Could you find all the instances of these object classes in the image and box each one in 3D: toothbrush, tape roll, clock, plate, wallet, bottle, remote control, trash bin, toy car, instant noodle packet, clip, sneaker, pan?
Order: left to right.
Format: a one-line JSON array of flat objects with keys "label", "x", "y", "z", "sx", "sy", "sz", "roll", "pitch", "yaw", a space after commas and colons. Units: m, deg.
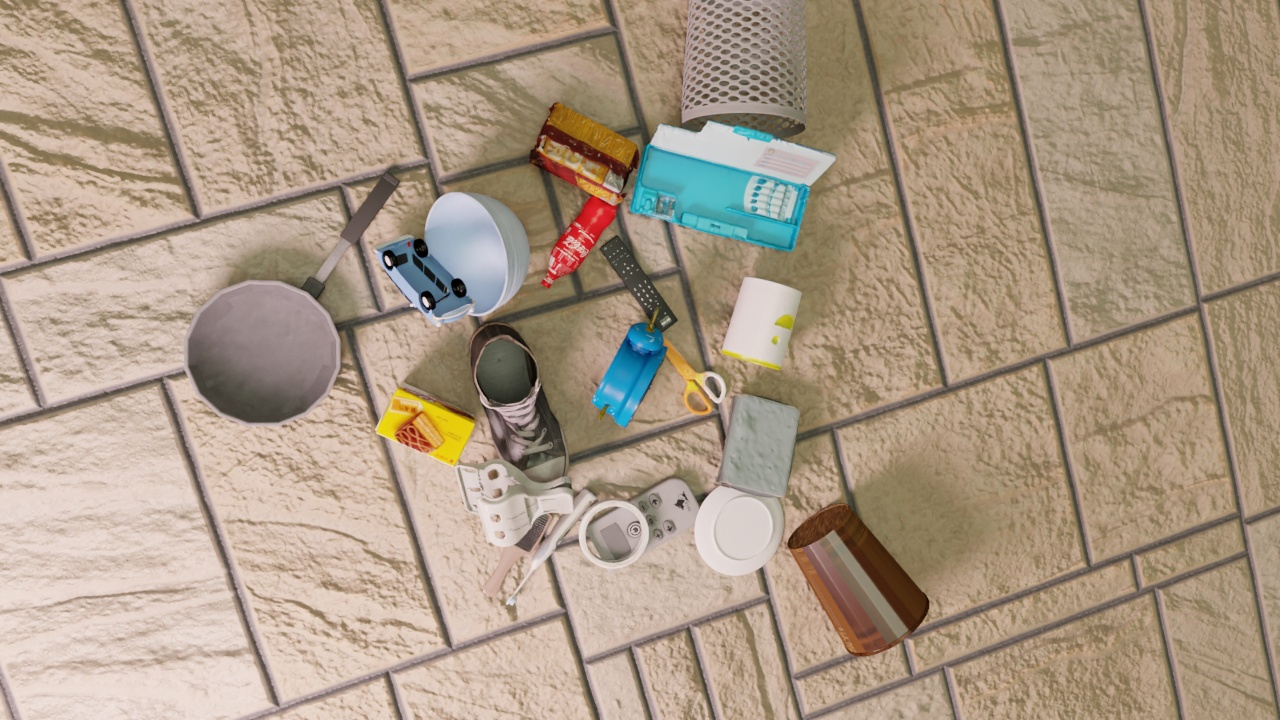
[{"label": "pan", "x": -0.407, "y": -0.082, "z": 1.129, "sx": 0.178, "sy": 0.041, "sz": 0.357, "roll": 35, "pitch": 83, "yaw": -12}, {"label": "toy car", "x": -0.262, "y": -0.094, "z": 1.113, "sx": 0.056, "sy": 0.055, "sz": 0.153, "roll": -28, "pitch": 59, "yaw": -32}, {"label": "clip", "x": -0.156, "y": 0.185, "z": 1.142, "sx": 0.152, "sy": 0.127, "sz": 0.104, "roll": 10, "pitch": 56, "yaw": 6}, {"label": "sneaker", "x": -0.148, "y": 0.069, "z": 1.149, "sx": 0.095, "sy": 0.120, "sz": 0.235, "roll": -15, "pitch": 101, "yaw": -9}, {"label": "toothbrush", "x": -0.122, "y": 0.248, "z": 1.217, "sx": 0.024, "sy": 0.022, "sz": 0.185, "roll": 37, "pitch": 86, "yaw": 6}, {"label": "bottle", "x": -0.081, "y": -0.152, "z": 1.180, "sx": 0.042, "sy": 0.042, "sz": 0.141, "roll": 37, "pitch": 88, "yaw": -11}, {"label": "instant noodle packet", "x": -0.067, "y": -0.260, "z": 1.160, "sx": 0.135, "sy": 0.040, "sz": 0.098, "roll": 25, "pitch": 59, "yaw": -12}, {"label": "tape roll", "x": -0.035, "y": 0.229, "z": 1.216, "sx": 0.093, "sy": 0.013, "sz": 0.093, "roll": -1, "pitch": 96, "yaw": -6}, {"label": "clock", "x": -0.007, "y": 0.007, "z": 1.174, "sx": 0.060, "sy": 0.117, "sz": 0.161, "roll": 26, "pitch": 89, "yaw": 0}, {"label": "remote control", "x": -0.002, "y": -0.100, "z": 1.216, "sx": 0.030, "sy": 0.009, "sz": 0.140, "roll": -37, "pitch": 100, "yaw": -5}, {"label": "remote control", "x": 0.007, "y": 0.219, "z": 1.239, "sx": 0.151, "sy": 0.019, "sz": 0.074, "roll": -29, "pitch": 99, "yaw": -7}, {"label": "plate", "x": 0.139, "y": 0.230, "z": 1.259, "sx": 0.134, "sy": 0.011, "sz": 0.134, "roll": -1, "pitch": 95, "yaw": -18}, {"label": "trash bin", "x": 0.131, "y": -0.382, "z": 1.145, "sx": 0.156, "sy": 0.156, "sz": 0.183, "roll": 1, "pitch": 92, "yaw": -11}, {"label": "wallet", "x": 0.157, "y": 0.115, "z": 1.238, "sx": 0.100, "sy": 0.054, "sz": 0.131, "roll": 17, "pitch": 81, "yaw": -16}]

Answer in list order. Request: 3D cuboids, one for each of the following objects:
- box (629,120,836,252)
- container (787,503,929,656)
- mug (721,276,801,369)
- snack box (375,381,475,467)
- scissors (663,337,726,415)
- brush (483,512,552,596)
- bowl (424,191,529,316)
[{"label": "box", "x": 0.115, "y": -0.239, "z": 1.187, "sx": 0.227, "sy": 0.084, "sz": 0.172, "roll": 12, "pitch": 129, "yaw": -11}, {"label": "container", "x": 0.289, "y": 0.292, "z": 1.249, "sx": 0.132, "sy": 0.132, "sz": 0.167, "roll": -36, "pitch": 94, "yaw": -6}, {"label": "mug", "x": 0.160, "y": -0.049, "z": 1.213, "sx": 0.082, "sy": 0.082, "sz": 0.106, "roll": 16, "pitch": 91, "yaw": -11}, {"label": "snack box", "x": -0.267, "y": 0.078, "z": 1.145, "sx": 0.105, "sy": 0.083, "sz": 0.061, "roll": 26, "pitch": 90, "yaw": -12}, {"label": "scissors", "x": 0.065, "y": 0.014, "z": 1.236, "sx": 0.065, "sy": 0.013, "sz": 0.128, "roll": -38, "pitch": 101, "yaw": -6}, {"label": "brush", "x": -0.169, "y": 0.253, "z": 1.213, "sx": 0.050, "sy": 0.015, "sz": 0.135, "roll": 30, "pitch": 89, "yaw": -11}, {"label": "bowl", "x": -0.189, "y": -0.137, "z": 1.127, "sx": 0.074, "sy": 0.151, "sz": 0.150, "roll": -25, "pitch": 101, "yaw": -47}]
